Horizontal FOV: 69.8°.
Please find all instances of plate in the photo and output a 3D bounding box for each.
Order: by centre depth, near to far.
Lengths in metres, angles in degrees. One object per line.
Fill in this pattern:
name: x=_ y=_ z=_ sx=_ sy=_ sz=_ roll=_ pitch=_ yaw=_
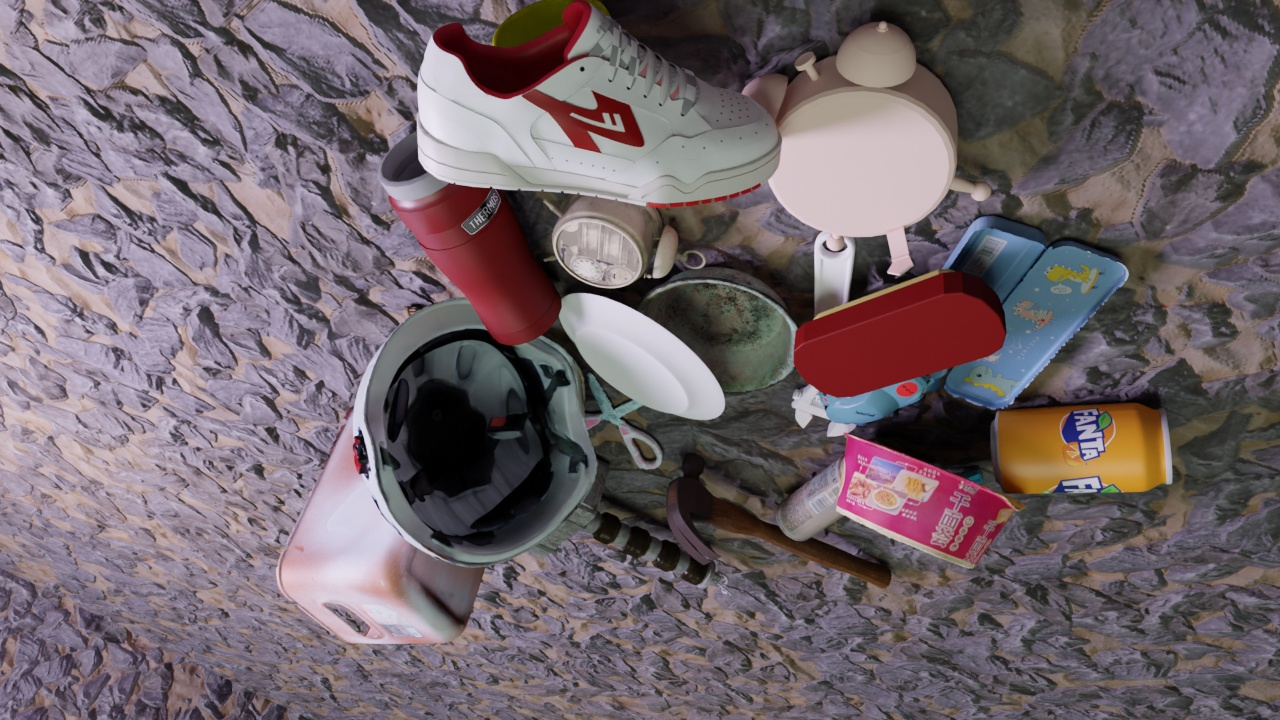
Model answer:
plate: x=-0.005 y=0.005 z=0.885 sx=0.188 sy=0.016 sz=0.189 roll=30 pitch=158 yaw=13

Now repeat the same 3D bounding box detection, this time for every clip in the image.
clip: x=0.302 y=0.140 z=0.980 sx=0.121 sy=0.103 sz=0.027 roll=-3 pitch=145 yaw=35

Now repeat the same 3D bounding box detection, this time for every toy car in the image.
toy car: x=0.218 y=0.036 z=0.855 sx=0.060 sy=0.027 sz=0.108 roll=37 pitch=139 yaw=-28

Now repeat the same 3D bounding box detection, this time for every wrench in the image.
wrench: x=0.175 y=-0.016 z=0.849 sx=0.066 sy=0.018 sz=0.274 roll=6 pitch=140 yaw=13

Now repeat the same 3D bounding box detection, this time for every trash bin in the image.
trash bin: x=-0.272 y=0.186 z=1.080 sx=0.158 sy=0.259 sz=0.182 roll=-6 pitch=137 yaw=21

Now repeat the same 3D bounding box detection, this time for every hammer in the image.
hammer: x=0.171 y=0.213 z=1.089 sx=0.322 sy=0.115 sz=0.033 roll=24 pitch=143 yaw=-22
hammer: x=-0.013 y=0.229 z=1.177 sx=0.326 sy=0.079 sz=0.177 roll=27 pitch=142 yaw=-14

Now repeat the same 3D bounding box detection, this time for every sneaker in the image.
sneaker: x=-0.019 y=-0.166 z=0.572 sx=0.236 sy=0.090 sz=0.104 roll=4 pitch=133 yaw=-8

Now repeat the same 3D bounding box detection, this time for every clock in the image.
clock: x=0.153 y=-0.145 z=0.647 sx=0.131 sy=0.086 sz=0.160 roll=-17 pitch=125 yaw=36
clock: x=-0.014 y=-0.098 z=0.785 sx=0.141 sy=0.054 sz=0.093 roll=15 pitch=143 yaw=6

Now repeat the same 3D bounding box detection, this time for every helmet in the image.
helmet: x=-0.186 y=0.071 z=0.939 sx=0.164 sy=0.235 sz=0.264 roll=-4 pitch=113 yaw=55

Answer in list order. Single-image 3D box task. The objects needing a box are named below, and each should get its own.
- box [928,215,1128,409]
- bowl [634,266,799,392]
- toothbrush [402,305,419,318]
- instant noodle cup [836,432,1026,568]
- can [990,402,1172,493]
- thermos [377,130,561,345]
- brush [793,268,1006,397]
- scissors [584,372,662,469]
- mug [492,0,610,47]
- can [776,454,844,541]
box: x=0.299 y=-0.033 z=0.781 sx=0.125 sy=0.020 sz=0.209 roll=15 pitch=143 yaw=-1
bowl: x=0.073 y=-0.033 z=0.846 sx=0.157 sy=0.038 sz=0.158 roll=11 pitch=142 yaw=8
toothbrush: x=-0.216 y=-0.001 z=1.016 sx=0.016 sy=0.016 sz=0.167 roll=-1 pitch=139 yaw=23
instant noodle cup: x=0.266 y=0.137 z=0.882 sx=0.178 sy=0.077 sz=0.178 roll=23 pitch=180 yaw=0
can: x=0.397 y=0.080 z=0.833 sx=0.143 sy=0.078 sz=0.079 roll=-5 pitch=138 yaw=26
thermos: x=-0.153 y=-0.107 z=0.809 sx=0.108 sy=0.083 sz=0.199 roll=13 pitch=148 yaw=34
brush: x=0.212 y=-0.024 z=0.764 sx=0.174 sy=0.041 sz=0.082 roll=-21 pitch=131 yaw=36
scissors: x=-0.028 y=0.076 z=1.047 sx=0.173 sy=0.013 sz=0.171 roll=38 pitch=135 yaw=-24
mug: x=-0.051 y=-0.192 z=0.659 sx=0.083 sy=0.082 sz=0.106 roll=3 pitch=142 yaw=17
can: x=0.207 y=0.152 z=1.018 sx=0.054 sy=0.054 sz=0.136 roll=24 pitch=142 yaw=-10
